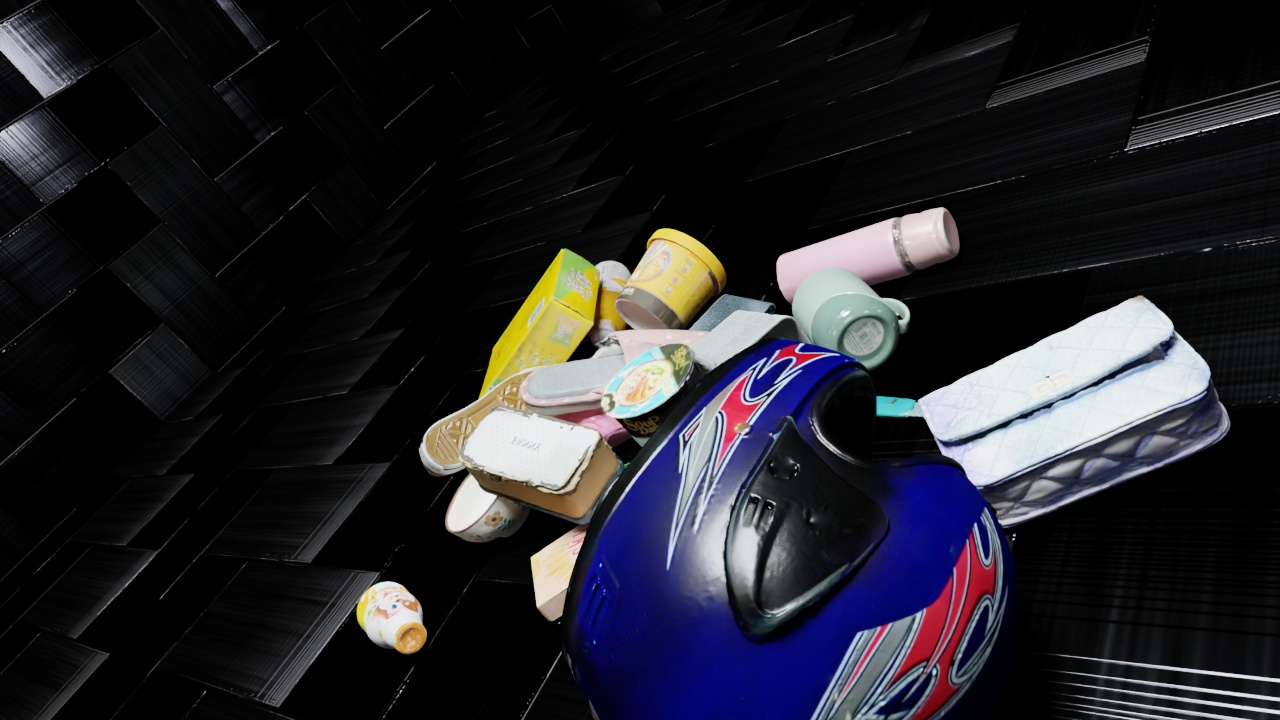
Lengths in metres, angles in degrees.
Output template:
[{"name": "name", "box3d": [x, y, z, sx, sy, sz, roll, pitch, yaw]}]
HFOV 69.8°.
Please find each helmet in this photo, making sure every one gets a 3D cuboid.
[{"name": "helmet", "box3d": [0.115, 0.145, 0.585, 0.240, 0.248, 0.314, 25, 59, 28]}]

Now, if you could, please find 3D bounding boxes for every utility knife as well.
[{"name": "utility knife", "box3d": [0.219, 0.041, 0.881, 0.029, 0.013, 0.197, -47, 27, -26]}]

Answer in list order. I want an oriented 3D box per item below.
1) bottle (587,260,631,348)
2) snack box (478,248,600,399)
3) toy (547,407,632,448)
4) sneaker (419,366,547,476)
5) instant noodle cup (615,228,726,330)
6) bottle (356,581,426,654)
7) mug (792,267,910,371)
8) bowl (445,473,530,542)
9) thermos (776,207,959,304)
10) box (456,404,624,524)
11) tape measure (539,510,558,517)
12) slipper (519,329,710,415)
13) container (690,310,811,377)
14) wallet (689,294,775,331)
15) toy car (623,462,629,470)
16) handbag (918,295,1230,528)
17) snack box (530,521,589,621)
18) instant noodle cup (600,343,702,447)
[{"name": "bottle", "box3d": [-0.048, -0.079, 1.340, 0.068, 0.068, 0.189, -27, 28, 18]}, {"name": "snack box", "box3d": [-0.141, -0.034, 1.292, 0.211, 0.070, 0.157, -52, 18, 27]}, {"name": "toy", "box3d": [-0.052, 0.057, 1.113, 0.179, 0.074, 0.194, -24, 25, 10]}, {"name": "sneaker", "box3d": [-0.176, 0.084, 1.179, 0.240, 0.118, 0.088, -27, -14, -30]}, {"name": "instant noodle cup", "box3d": [0.036, -0.093, 1.220, 0.119, 0.118, 0.114, 9, 59, 55]}, {"name": "bottle", "box3d": [-0.270, 0.287, 1.012, 0.063, 0.063, 0.108, -46, 28, -19]}, {"name": "mug", "box3d": [0.226, -0.042, 0.949, 0.111, 0.082, 0.106, -5, 25, -8]}, {"name": "bowl", "box3d": [-0.168, 0.168, 1.076, 0.114, 0.062, 0.113, -37, 28, 24]}, {"name": "thermos", "box3d": [0.261, -0.119, 1.048, 0.199, 0.067, 0.087, -17, 3, 35]}, {"name": "box", "box3d": [-0.104, 0.108, 0.976, 0.184, 0.064, 0.089, 14, 57, 37]}, {"name": "tape measure", "box3d": [-0.098, 0.150, 1.055, 0.057, 0.039, 0.057, -46, 28, -20]}, {"name": "slipper", "box3d": [-0.006, 0.006, 1.045, 0.274, 0.054, 0.114, -9, 34, 8]}, {"name": "container", "box3d": [0.115, 0.005, 0.939, 0.090, 0.090, 0.114, -39, 20, -11]}, {"name": "wallet", "box3d": [0.100, -0.036, 1.149, 0.120, 0.019, 0.097, -46, 28, -15]}, {"name": "toy car", "box3d": [-0.028, 0.142, 0.983, 0.091, 0.043, 0.036, -32, 30, 6]}, {"name": "handbag", "box3d": [0.322, 0.035, 0.698, 0.194, 0.075, 0.134, -28, 27, 15]}, {"name": "snack box", "box3d": [-0.039, 0.191, 0.933, 0.157, 0.026, 0.084, -34, 26, 4]}, {"name": "instant noodle cup", "box3d": [0.036, 0.062, 0.948, 0.111, 0.120, 0.111, -27, 28, 15]}]
